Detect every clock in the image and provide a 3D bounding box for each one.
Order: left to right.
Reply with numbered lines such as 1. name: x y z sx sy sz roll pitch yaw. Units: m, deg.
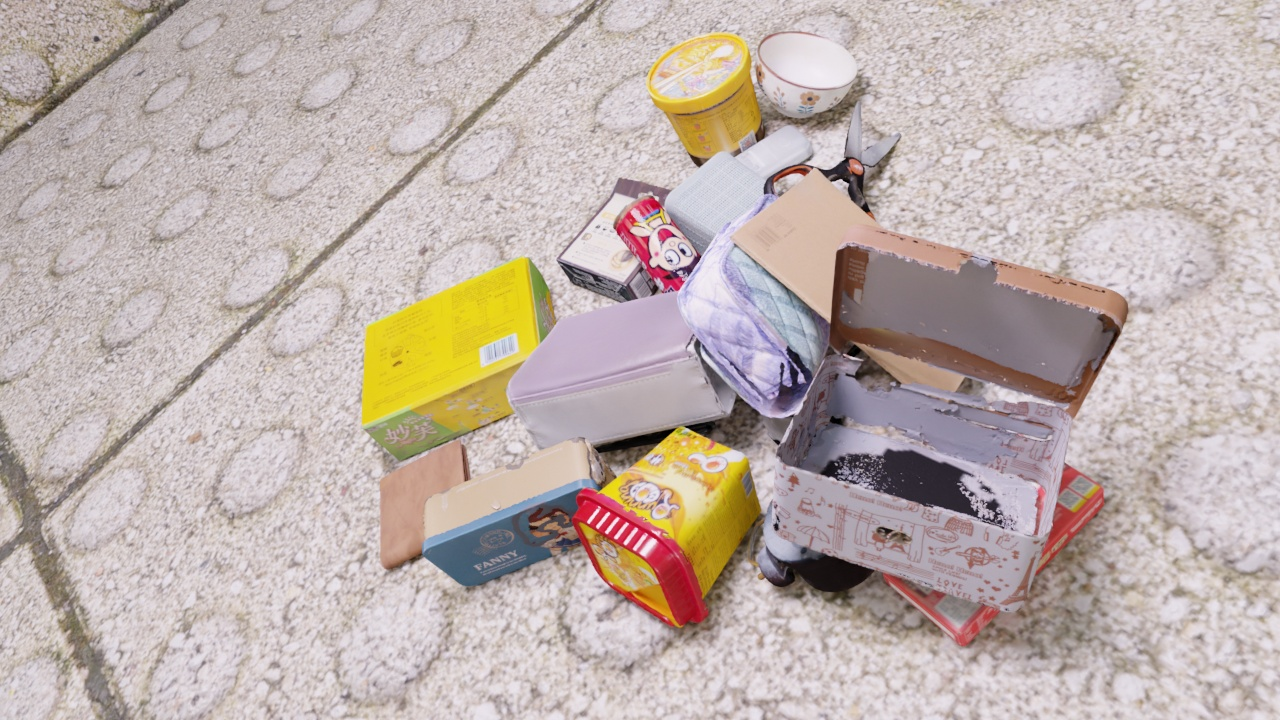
1. clock: 0.132 0.133 0.707 0.122 0.055 0.081 -17 41 37

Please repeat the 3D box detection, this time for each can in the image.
1. can: 0.031 -0.100 0.920 0.053 0.053 0.132 -36 76 -3

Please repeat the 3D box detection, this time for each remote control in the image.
1. remote control: 0.125 -0.213 1.024 0.136 0.020 0.056 -32 45 1

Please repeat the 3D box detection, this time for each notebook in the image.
1. notebook: 0.188 -0.064 0.753 0.211 0.012 0.149 42 47 9

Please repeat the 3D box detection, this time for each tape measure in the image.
1. tape measure: 0.139 0.047 0.788 0.066 0.033 0.065 4 68 29

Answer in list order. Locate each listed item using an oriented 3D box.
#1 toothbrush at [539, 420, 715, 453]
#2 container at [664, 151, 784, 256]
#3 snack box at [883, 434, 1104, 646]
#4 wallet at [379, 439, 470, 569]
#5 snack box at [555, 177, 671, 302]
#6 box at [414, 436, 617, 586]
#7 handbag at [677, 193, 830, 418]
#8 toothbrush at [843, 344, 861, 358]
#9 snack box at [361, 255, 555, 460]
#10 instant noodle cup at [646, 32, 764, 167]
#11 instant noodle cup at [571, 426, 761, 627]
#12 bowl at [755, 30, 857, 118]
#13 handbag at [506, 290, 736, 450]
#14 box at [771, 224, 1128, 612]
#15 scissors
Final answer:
1. toothbrush: -0.016 0.077 0.867 0.181 0.018 0.015 -12 44 17
2. container: 0.100 -0.138 0.931 0.090 0.090 0.111 -41 49 -8
3. snack box: 0.257 0.128 0.671 0.152 0.025 0.075 -42 45 -9
4. wallet: -0.215 0.142 0.918 0.101 0.020 0.115 -26 43 8
5. snack box: -0.012 -0.131 1.007 0.113 0.053 0.125 24 67 39
6. box: -0.110 0.138 0.816 0.184 0.090 0.059 -26 47 10
7. handbag: 0.110 -0.052 0.785 0.076 0.134 0.193 -37 10 36
8. toothbrush: 0.214 -0.030 0.834 0.185 0.012 0.017 -40 41 -7
9. snack box: -0.193 -0.005 0.988 0.210 0.070 0.157 -23 47 10
10. instant noodle cup: 0.082 -0.289 1.044 0.119 0.114 0.118 -15 48 17
11. instant noodle cup: 0.028 0.128 0.743 0.116 0.116 0.123 22 55 39
12. bowl: 0.181 -0.316 1.037 0.113 0.062 0.113 4 51 -5
13. handbag: -0.005 0.005 0.850 0.197 0.098 0.144 -13 33 29
14. box: 0.197 0.027 0.600 0.183 0.194 0.156 15 45 21
15. scissors: 0.198 -0.181 0.903 0.022 0.210 0.221 -42 48 54
